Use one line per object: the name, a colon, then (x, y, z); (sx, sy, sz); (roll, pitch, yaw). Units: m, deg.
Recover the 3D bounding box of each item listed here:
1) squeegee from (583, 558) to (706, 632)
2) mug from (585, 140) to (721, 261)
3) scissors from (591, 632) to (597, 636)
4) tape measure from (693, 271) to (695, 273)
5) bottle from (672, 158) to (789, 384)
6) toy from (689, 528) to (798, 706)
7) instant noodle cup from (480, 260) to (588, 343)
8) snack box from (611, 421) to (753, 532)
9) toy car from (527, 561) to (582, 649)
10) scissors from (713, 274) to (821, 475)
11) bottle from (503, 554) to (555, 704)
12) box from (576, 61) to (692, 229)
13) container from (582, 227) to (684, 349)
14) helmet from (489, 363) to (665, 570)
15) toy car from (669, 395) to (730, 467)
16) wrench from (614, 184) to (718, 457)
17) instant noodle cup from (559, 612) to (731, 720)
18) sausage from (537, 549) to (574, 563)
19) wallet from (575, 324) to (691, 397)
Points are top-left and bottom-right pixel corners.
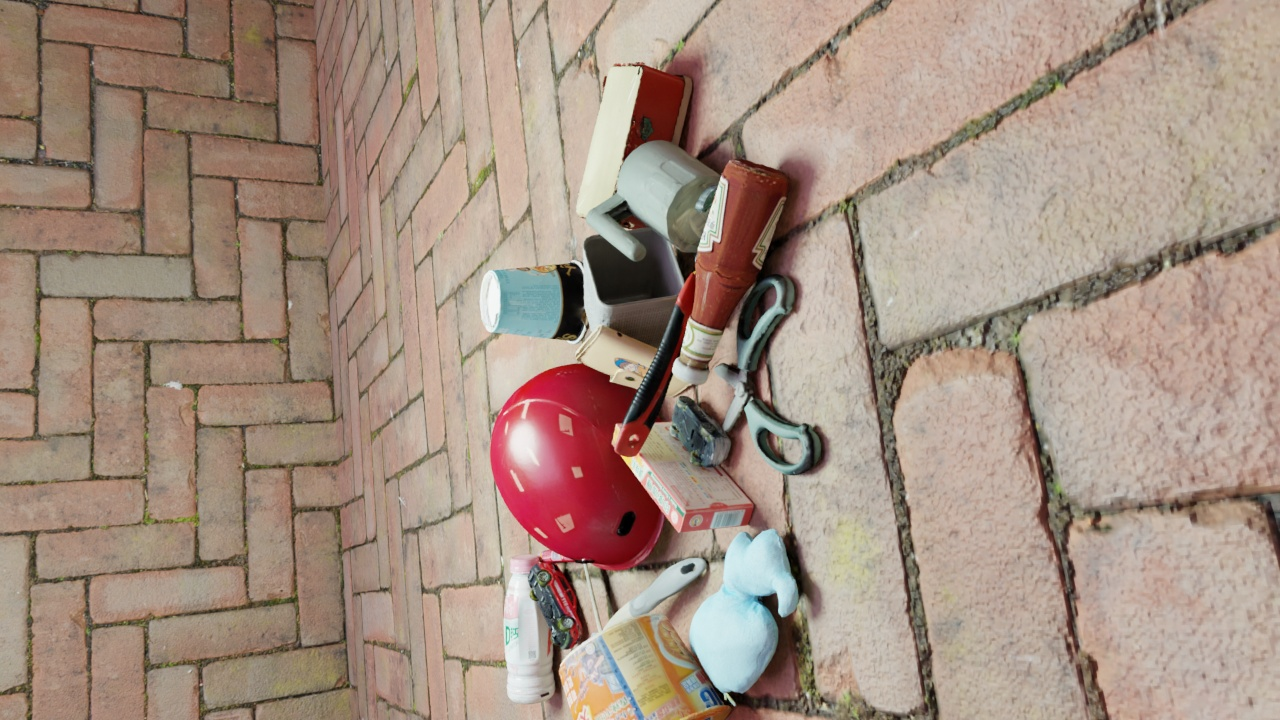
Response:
squeegee: (-0.003, 0.275, 1.004); (0.247, 0.039, 0.246); (-52, 43, 43)
mug: (0.020, -0.148, 0.893); (0.103, 0.124, 0.084); (47, 168, 50)
scissors: (-0.027, 0.337, 1.092); (0.136, 0.017, 0.063); (-30, 67, 54)
tape measure: (0.062, -0.056, 0.904); (0.060, 0.028, 0.057); (51, 135, 50)
bottle: (0.074, -0.076, 0.826); (0.060, 0.059, 0.206); (46, 124, 53)
toy: (0.092, 0.234, 0.834); (0.162, 0.049, 0.156); (-22, 60, 59)
instant noodle cup: (-0.140, -0.076, 1.188); (0.111, 0.120, 0.111); (3, 93, 62)
snack box: (0.038, 0.110, 0.902); (0.156, 0.077, 0.027); (48, 131, 52)
toy car: (-0.110, 0.325, 1.223); (0.120, 0.045, 0.053); (60, 143, 30)
scissors: (0.118, 0.017, 0.813); (0.170, 0.019, 0.174); (53, 134, 46)
bottle: (-0.157, 0.373, 1.282); (0.068, 0.068, 0.197); (-2, 90, 62)
box: (-0.016, -0.226, 0.971); (0.091, 0.079, 0.168); (28, 106, 58)
container: (-0.012, -0.066, 0.961); (0.114, 0.090, 0.090); (100, 157, -58)
helmet: (-0.083, 0.115, 1.021); (0.208, 0.143, 0.239); (-45, 51, 33)
toy car: (0.058, 0.069, 0.910); (0.090, 0.034, 0.043); (-131, 45, -54)
wrench: (0.035, -0.032, 0.865); (0.016, 0.056, 0.273); (33, 106, 49)
instant noodle cup: (-0.004, 0.325, 0.893); (0.111, 0.151, 0.152); (60, 142, 29)
sausage: (-0.110, 0.265, 1.250); (0.156, 0.020, 0.020); (-26, 68, 61)
wallet: (-0.006, 0.006, 0.950); (0.087, 0.115, 0.024); (-40, 31, 61)
